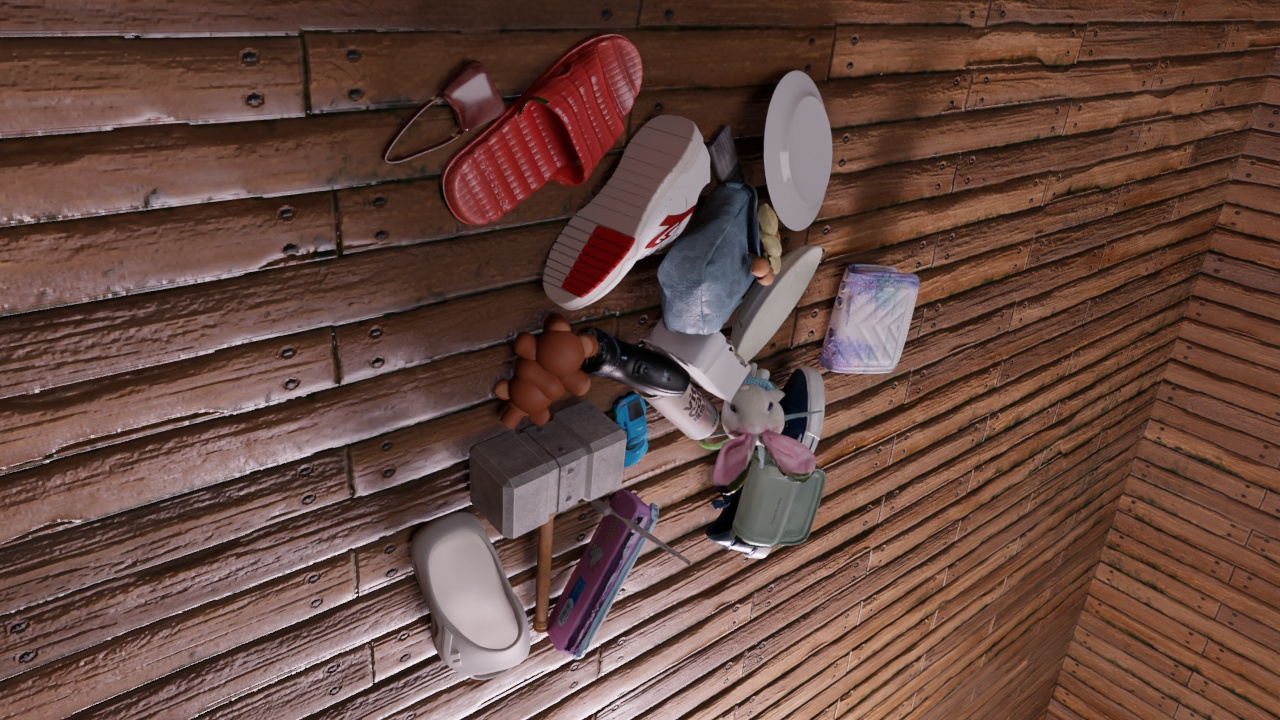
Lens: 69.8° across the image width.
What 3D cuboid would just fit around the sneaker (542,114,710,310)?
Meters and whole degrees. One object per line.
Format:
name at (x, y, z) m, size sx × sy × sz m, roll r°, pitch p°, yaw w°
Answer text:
sneaker at (-0.003, -0.140, 0.983) m, size 0.236 × 0.090 × 0.104 m, roll -57°, pitch 144°, yaw -9°

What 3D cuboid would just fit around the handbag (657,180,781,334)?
handbag at (0.100, -0.113, 1.043) m, size 0.191 × 0.119 × 0.122 m, roll -55°, pitch 148°, yaw -40°

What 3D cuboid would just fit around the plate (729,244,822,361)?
plate at (0.165, -0.077, 1.172) m, size 0.182 × 0.034 × 0.182 m, roll -48°, pitch 164°, yaw -19°

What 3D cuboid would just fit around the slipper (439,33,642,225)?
slipper at (-0.079, -0.215, 0.879) m, size 0.248 × 0.059 × 0.103 m, roll -45°, pitch 135°, yaw -15°

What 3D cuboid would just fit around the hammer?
hammer at (-0.112, 0.214, 1.080) m, size 0.162 × 0.083 × 0.318 m, roll -22°, pitch 133°, yaw -35°

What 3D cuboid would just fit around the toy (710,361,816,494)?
toy at (0.148, 0.060, 1.165) m, size 0.204 × 0.131 × 0.106 m, roll -84°, pitch 163°, yaw -51°

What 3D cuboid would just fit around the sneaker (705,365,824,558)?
sneaker at (0.164, 0.138, 1.296) m, size 0.127 × 0.120 × 0.295 m, roll 17°, pitch 102°, yaw -19°

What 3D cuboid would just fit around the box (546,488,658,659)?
box at (-0.043, 0.270, 1.157) m, size 0.065 × 0.078 × 0.214 m, roll 28°, pitch 91°, yaw -13°

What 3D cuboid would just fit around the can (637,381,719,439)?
can at (0.049, 0.051, 1.149) m, size 0.054 × 0.054 × 0.135 m, roll -54°, pitch 139°, yaw -7°

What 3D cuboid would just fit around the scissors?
scissors at (0.159, 0.084, 1.229) m, size 0.172 × 0.172 × 0.021 m, roll -80°, pitch 152°, yaw -56°

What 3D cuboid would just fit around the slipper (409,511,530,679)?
slipper at (-0.180, 0.286, 1.032) m, size 0.112 × 0.080 × 0.266 m, roll -25°, pitch 128°, yaw -22°

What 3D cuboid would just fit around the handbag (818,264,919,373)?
handbag at (0.331, -0.063, 1.358) m, size 0.126 × 0.069 × 0.159 m, roll 0°, pitch 112°, yaw -29°

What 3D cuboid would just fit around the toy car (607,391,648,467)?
toy car at (-0.011, 0.088, 1.131) m, size 0.048 × 0.032 × 0.105 m, roll -25°, pitch 129°, yaw -33°

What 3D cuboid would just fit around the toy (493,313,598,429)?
toy at (-0.104, 0.016, 0.984) m, size 0.095 × 0.065 × 0.128 m, roll 36°, pitch 99°, yaw -6°

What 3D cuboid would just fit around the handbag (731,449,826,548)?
handbag at (0.183, 0.185, 1.225) m, size 0.106 × 0.067 × 0.122 m, roll 3°, pitch 112°, yaw -27°

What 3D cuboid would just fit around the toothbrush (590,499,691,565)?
toothbrush at (-0.003, 0.204, 1.091) m, size 0.010 × 0.182 × 0.010 m, roll -12°, pitch 113°, yaw -36°

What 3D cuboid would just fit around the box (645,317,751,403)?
box at (0.082, -0.020, 1.109) m, size 0.091 × 0.102 × 0.107 m, roll -58°, pitch 139°, yaw -6°

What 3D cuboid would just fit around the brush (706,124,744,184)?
brush at (0.110, -0.209, 1.099) m, size 0.038 × 0.012 × 0.151 m, roll -42°, pitch 136°, yaw -18°

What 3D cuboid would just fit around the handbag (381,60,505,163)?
handbag at (-0.179, -0.212, 0.812) m, size 0.119 × 0.029 × 0.055 m, roll -40°, pitch 132°, yaw -15°

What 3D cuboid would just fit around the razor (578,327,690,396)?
razor at (-0.006, 0.006, 1.044) m, size 0.140 × 0.064 × 0.053 m, roll 19°, pitch 90°, yaw -17°

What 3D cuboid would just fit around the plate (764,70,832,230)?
plate at (0.199, -0.252, 1.109) m, size 0.188 × 0.016 × 0.188 m, roll -12°, pitch 104°, yaw -55°
